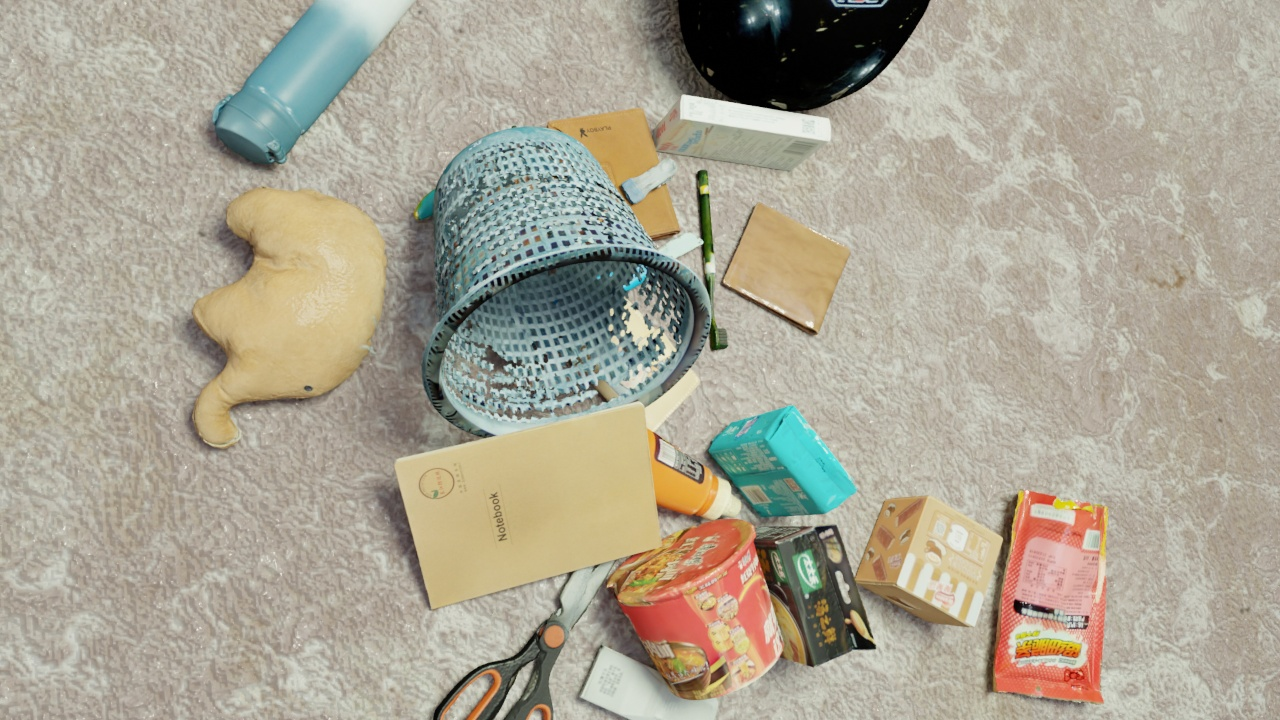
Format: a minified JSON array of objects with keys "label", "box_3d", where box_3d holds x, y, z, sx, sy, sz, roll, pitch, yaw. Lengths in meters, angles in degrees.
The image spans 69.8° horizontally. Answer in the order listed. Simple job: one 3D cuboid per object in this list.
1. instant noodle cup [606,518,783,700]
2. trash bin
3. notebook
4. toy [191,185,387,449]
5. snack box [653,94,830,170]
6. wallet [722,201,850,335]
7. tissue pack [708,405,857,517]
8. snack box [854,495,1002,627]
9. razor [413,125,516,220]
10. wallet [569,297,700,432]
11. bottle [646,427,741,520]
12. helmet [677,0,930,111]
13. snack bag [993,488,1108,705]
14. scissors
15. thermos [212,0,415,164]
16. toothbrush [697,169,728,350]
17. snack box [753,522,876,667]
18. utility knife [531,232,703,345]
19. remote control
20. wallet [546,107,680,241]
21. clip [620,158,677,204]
[{"label":"instant noodle cup","box_3d":[0.056,0.216,0.794,0.137,0.138,0.108,-26,97,-21]},{"label":"trash bin","box_3d":[-0.079,-0.075,0.752,0.226,0.227,0.195,-6,52,-19]},{"label":"notebook","box_3d":[-0.088,0.123,0.773,0.207,0.008,0.148,-13,114,-12]},{"label":"toy","box_3d":[-0.288,-0.032,0.754,0.143,0.083,0.225,15,79,-10]},{"label":"snack box","box_3d":[0.099,-0.223,0.908,0.156,0.085,0.027,5,80,-18]},{"label":"wallet","box_3d":[0.150,-0.095,0.938,0.115,0.020,0.101,28,74,-9]},{"label":"tissue pack","box_3d":[0.127,0.094,0.835,0.050,0.134,0.093,-43,98,-24]},{"label":"snack box","box_3d":[0.280,0.195,0.896,0.092,0.077,0.094,30,72,-11]},{"label":"razor","box_3d":[-0.156,-0.166,0.844,0.132,0.028,0.043,-40,125,-23]},{"label":"wallet","box_3d":[-0.005,0.005,0.867,0.087,0.024,0.115,-43,94,-15]},{"label":"bottle","box_3d":[0.029,0.109,0.840,0.149,0.067,0.066,27,73,-19]},{"label":"helmet","box_3d":[0.153,-0.351,0.857,0.233,0.274,0.230,-1,106,-14]},{"label":"snack bag","box_3d":[0.427,0.243,0.946,0.128,0.073,0.207,11,82,-12]},{"label":"scissors","box_3d":[-0.076,0.261,0.801,0.233,0.022,0.161,-30,97,-25]},{"label":"thermos","box_3d":[-0.283,-0.267,0.802,0.070,0.070,0.220,35,72,-9]},{"label":"toothbrush","box_3d":[0.071,-0.101,0.916,0.017,0.012,0.185,0,80,-24]},{"label":"snack box","box_3d":[0.139,0.207,0.821,0.053,0.126,0.113,-16,86,-20]},{"label":"utility knife","box_3d":[-0.023,-0.075,0.875,0.202,0.018,0.034,-30,88,-19]},{"label":"remote control","box_3d":[0.009,0.300,0.816,0.125,0.024,0.049,27,72,-11]},{"label":"wallet","box_3d":[-0.027,-0.175,0.889,0.107,0.031,0.131,-14,84,-22]},{"label":"clip","box_3d":[0.009,-0.171,0.875,0.056,0.026,0.024,-32,90,-16]}]
